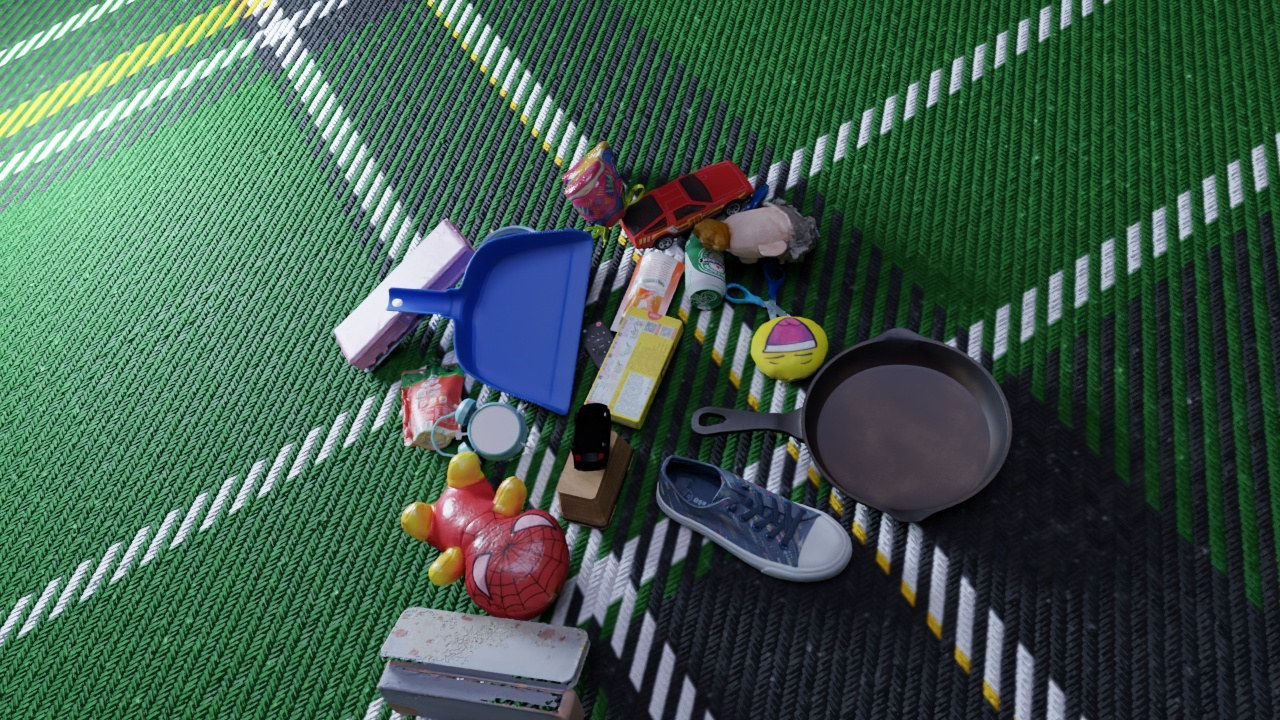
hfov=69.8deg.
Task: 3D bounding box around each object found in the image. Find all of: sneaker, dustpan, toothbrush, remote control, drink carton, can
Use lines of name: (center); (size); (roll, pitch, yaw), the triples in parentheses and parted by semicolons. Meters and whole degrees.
sneaker: (0.117, 0.171, 1.013); (0.236, 0.079, 0.087); (20, 63, 24)
dustpan: (-0.208, -0.064, 1.203); (0.258, 0.059, 0.245); (5, 78, 12)
toothbrush: (0.150, -0.203, 1.287); (0.021, 0.016, 0.132); (1, 53, 47)
remote control: (-0.042, -0.001, 1.203); (0.039, 0.010, 0.124); (-26, 56, -5)
sneaker: (-0.061, -0.237, 1.296); (0.116, 0.091, 0.241); (-42, 18, 12)
drink carton: (0.010, -0.084, 1.236); (0.069, 0.039, 0.122); (13, 67, 21)
can: (0.086, -0.122, 1.227); (0.053, 0.053, 0.101); (-5, 56, 9)

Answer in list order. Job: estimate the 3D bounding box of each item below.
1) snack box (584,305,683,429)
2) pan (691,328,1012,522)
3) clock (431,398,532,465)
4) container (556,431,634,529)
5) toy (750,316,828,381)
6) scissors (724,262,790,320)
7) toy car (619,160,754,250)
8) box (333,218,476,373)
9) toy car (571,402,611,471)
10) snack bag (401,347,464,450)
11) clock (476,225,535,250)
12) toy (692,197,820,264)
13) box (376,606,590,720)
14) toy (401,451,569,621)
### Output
snack box: (-0.007, 0.007, 1.164); (0.075, 0.025, 0.152); (17, 68, 17)
pan: (0.238, 0.078, 1.067); (0.356, 0.043, 0.248); (-1, 57, 12)
clock: (-0.200, 0.090, 1.150); (0.123, 0.042, 0.087); (-6, 79, -2)
container: (-0.056, 0.133, 1.087); (0.063, 0.061, 0.113); (10, 60, 19)
toy: (0.185, -0.016, 1.141); (0.095, 0.041, 0.094); (-4, 59, 9)
scissors: (0.178, -0.080, 1.203); (0.103, 0.015, 0.133); (-40, 59, -15)
toy car: (0.063, -0.221, 1.297); (0.189, 0.056, 0.081); (-25, 57, -5)
box: (-0.324, -0.090, 1.277); (0.233, 0.046, 0.098); (-46, 46, 2)
toy car: (-0.055, 0.089, 1.056); (0.042, 0.036, 0.091); (-5, 47, 7)
snack bag: (-0.275, 0.044, 1.214); (0.087, 0.044, 0.155); (-11, 51, 0)
clock: (-0.160, -0.129, 1.285); (0.162, 0.060, 0.117); (13, 60, 18)
toy: (0.154, -0.163, 1.209); (0.175, 0.076, 0.132); (-3, 26, -12)
box: (-0.164, 0.341, 0.969); (0.216, 0.108, 0.094); (3, 21, 14)
toy: (-0.166, 0.207, 1.044); (0.216, 0.099, 0.147); (34, 81, 30)
